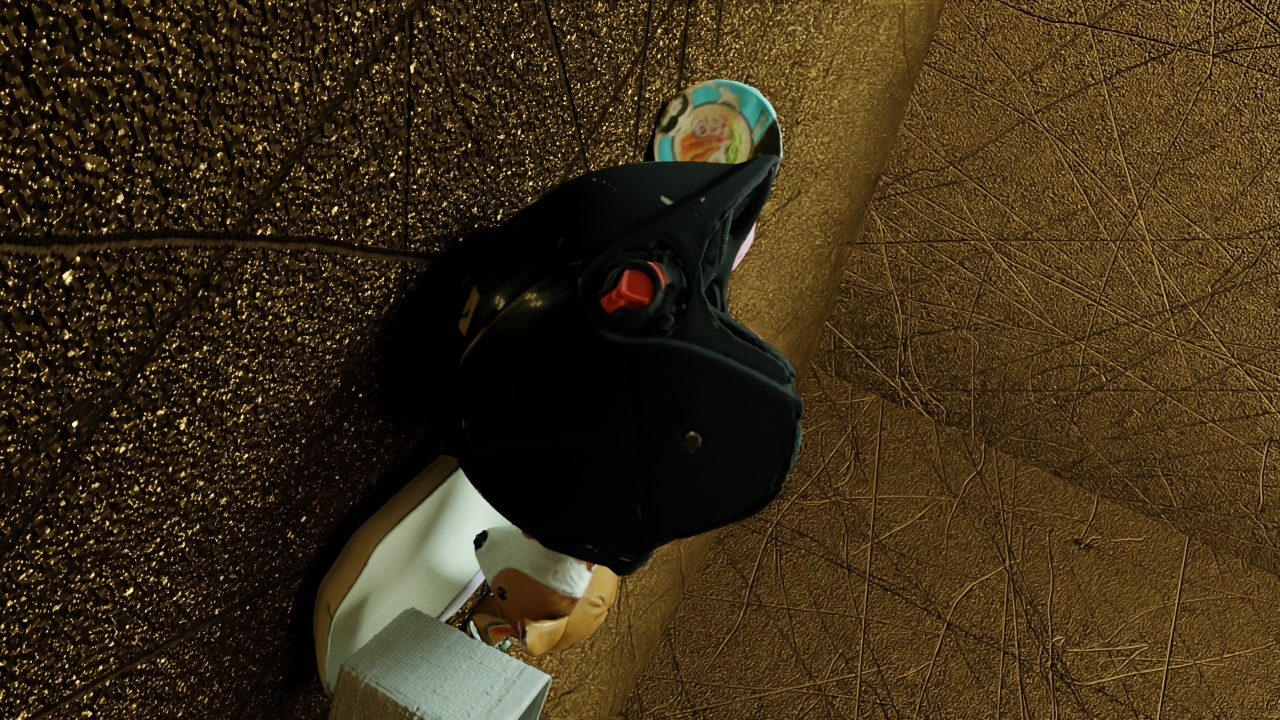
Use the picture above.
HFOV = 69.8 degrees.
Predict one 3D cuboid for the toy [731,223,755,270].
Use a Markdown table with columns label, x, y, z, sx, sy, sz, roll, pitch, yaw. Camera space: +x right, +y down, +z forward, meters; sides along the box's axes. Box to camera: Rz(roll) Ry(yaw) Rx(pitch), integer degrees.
| label | x | y | z | sx | sy | sz | roll | pitch | yaw |
| --- | --- | --- | --- | --- | --- | --- | --- | --- | --- |
| toy | 0.061 | -0.111 | 0.963 | 0.178 | 0.074 | 0.194 | -44 | 178 | 2 |

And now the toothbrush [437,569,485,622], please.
| label | x | y | z | sx | sy | sz | roll | pitch | yaw |
| --- | --- | --- | --- | --- | --- | --- | --- | --- | --- |
| toothbrush | -0.160 | 0.215 | 0.833 | 0.188 | 0.029 | 0.021 | -50 | 123 | -48 |

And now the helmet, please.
| label | x | y | z | sx | sy | sz | roll | pitch | yaw |
| --- | --- | --- | --- | --- | --- | --- | --- | --- | --- |
| helmet | -0.006 | -0.006 | 0.576 | 0.233 | 0.230 | 0.275 | -18 | 123 | -83 |

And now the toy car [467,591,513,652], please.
| label | x | y | z | sx | sy | sz | roll | pitch | yaw |
| --- | --- | --- | --- | --- | --- | --- | --- | --- | --- |
| toy car | -0.140 | 0.254 | 0.931 | 0.032 | 0.048 | 0.105 | -33 | -170 | 39 |

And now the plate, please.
| label | x | y | z | sx | sy | sz | roll | pitch | yaw |
| --- | --- | --- | --- | --- | --- | --- | --- | --- | --- |
| plate | -0.152 | 0.128 | 0.675 | 0.264 | 0.034 | 0.162 | -47 | 157 | -51 |

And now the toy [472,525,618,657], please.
| label | x | y | z | sx | sy | sz | roll | pitch | yaw |
| --- | --- | --- | --- | --- | --- | --- | --- | --- | --- |
| toy | -0.075 | 0.169 | 0.724 | 0.140 | 0.130 | 0.200 | -63 | -171 | -16 |

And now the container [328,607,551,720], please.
| label | x | y | z | sx | sy | sz | roll | pitch | yaw |
| --- | --- | --- | --- | --- | --- | --- | --- | --- | --- |
| container | -0.136 | 0.233 | 0.601 | 0.090 | 0.114 | 0.090 | -37 | 149 | -62 |

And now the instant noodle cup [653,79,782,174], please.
| label | x | y | z | sx | sy | sz | roll | pitch | yaw |
| --- | --- | --- | --- | --- | --- | --- | --- | --- | --- |
| instant noodle cup | 0.077 | -0.198 | 0.827 | 0.120 | 0.111 | 0.111 | -54 | 165 | -68 |
